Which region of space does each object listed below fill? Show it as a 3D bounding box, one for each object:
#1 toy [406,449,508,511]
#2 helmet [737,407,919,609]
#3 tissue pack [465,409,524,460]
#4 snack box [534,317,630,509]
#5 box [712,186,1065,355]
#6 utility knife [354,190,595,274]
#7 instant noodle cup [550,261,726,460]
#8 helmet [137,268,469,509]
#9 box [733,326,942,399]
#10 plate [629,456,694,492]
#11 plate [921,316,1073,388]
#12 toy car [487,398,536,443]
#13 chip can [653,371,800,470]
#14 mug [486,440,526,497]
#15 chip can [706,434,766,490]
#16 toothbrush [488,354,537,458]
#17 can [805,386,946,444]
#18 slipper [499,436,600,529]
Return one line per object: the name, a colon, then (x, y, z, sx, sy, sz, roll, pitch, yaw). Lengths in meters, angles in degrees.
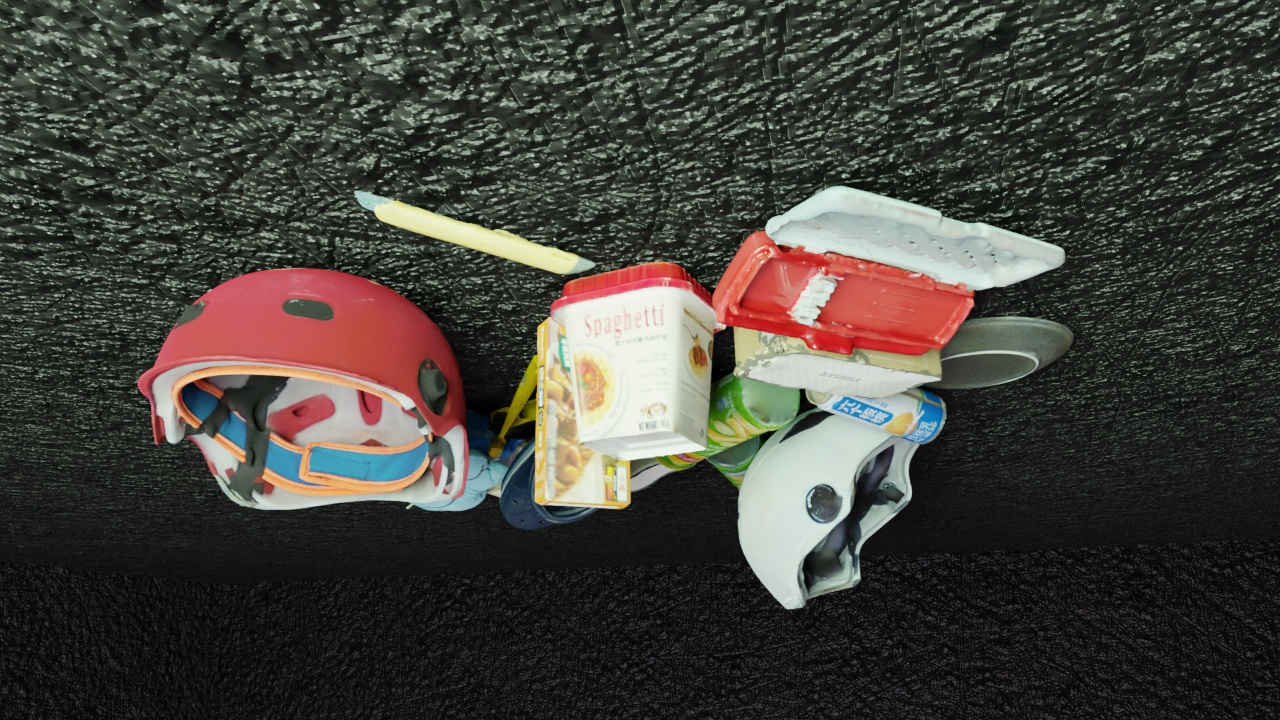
toy: (-0.217, 0.141, 1.047, 0.156, 0.049, 0.161, -16, 156, 21)
helmet: (0.201, 0.143, 1.036, 0.146, 0.259, 0.228, 32, -162, 29)
tissue pack: (-0.218, 0.086, 1.046, 0.157, 0.052, 0.095, 15, 154, -42)
snack box: (-0.047, 0.044, 0.759, 0.075, 0.153, 0.026, 7, 161, -25)
box: (0.166, -0.060, 0.631, 0.201, 0.058, 0.162, 8, 148, -26)
utility knife: (-0.106, -0.079, 0.597, 0.166, 0.018, 0.031, 9, 155, -34)
instant noodle cup: (0.001, 0.006, 0.693, 0.116, 0.124, 0.116, -9, 161, 24)
helmet: (-0.231, 0.007, 0.662, 0.207, 0.143, 0.240, -4, 148, 7)
box: (0.168, -0.011, 0.759, 0.184, 0.062, 0.090, 7, 161, -31)
plate: (-0.016, 0.137, 1.136, 0.205, 0.045, 0.205, -21, 168, -5)
plate: (0.312, 0.001, 0.862, 0.179, 0.024, 0.179, -1, 162, -1)
toy car: (-0.095, 0.063, 0.998, 0.156, 0.041, 0.071, -10, 161, 30)
chip can: (0.081, 0.059, 0.947, 0.072, 0.072, 0.222, 6, 161, -22)
mug: (-0.146, 0.152, 1.161, 0.082, 0.114, 0.106, -35, 149, 15)
chip can: (0.134, 0.125, 1.159, 0.072, 0.072, 0.236, -6, 161, 14)
toothbrush: (-0.126, 0.050, 0.923, 0.015, 0.016, 0.191, 19, 143, -12)
can: (0.228, 0.038, 0.891, 0.134, 0.053, 0.053, 19, 155, -23)
slipper: (-0.069, 0.119, 0.943, 0.105, 0.095, 0.254, 17, 139, -18)
